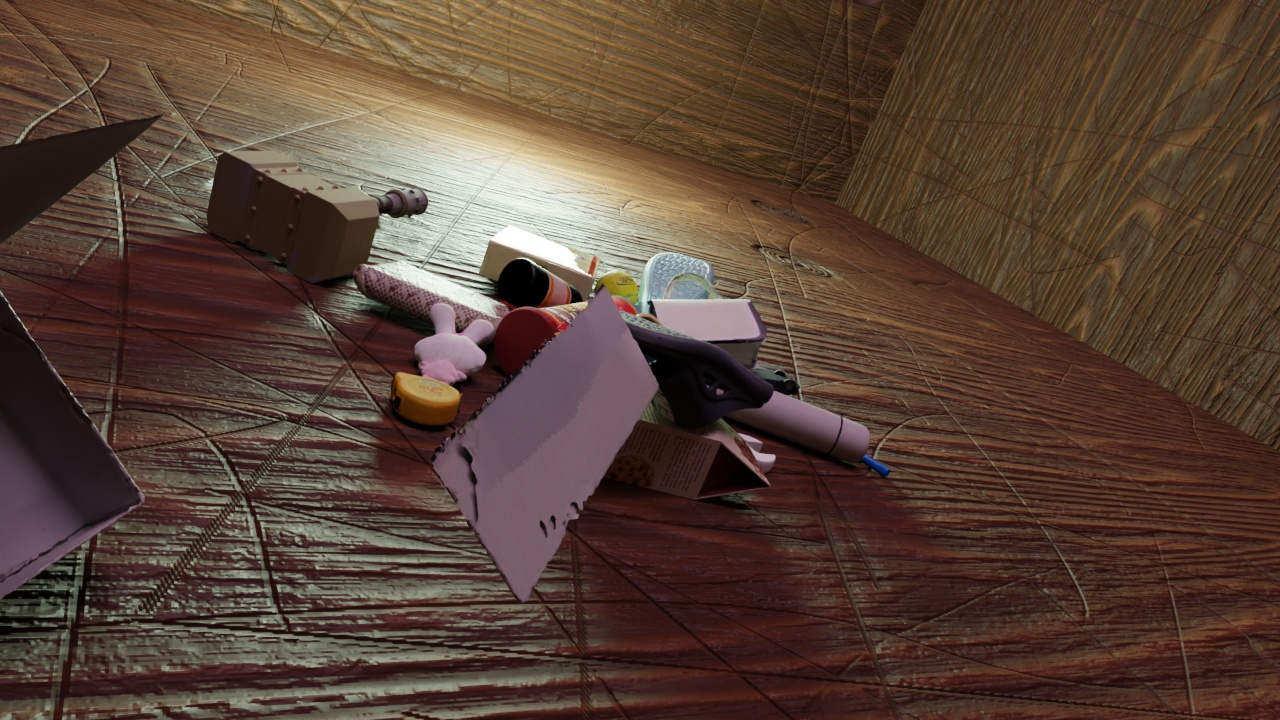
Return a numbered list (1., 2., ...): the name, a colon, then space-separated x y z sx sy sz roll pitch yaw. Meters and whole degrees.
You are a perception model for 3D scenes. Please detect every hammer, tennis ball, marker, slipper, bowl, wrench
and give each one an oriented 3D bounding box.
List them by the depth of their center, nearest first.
1. slipper: 0.044 0.020 0.912 0.111 0.083 0.268 25 0 33
2. wrench: 0.024 0.078 1.026 0.273 0.018 0.066 16 21 -13
3. bowl: -0.006 0.006 1.084 0.061 0.112 0.112 -17 1 28
4. marker: 0.263 0.109 1.196 0.142 0.013 0.013 34 23 32
5. hammer: -0.380 -0.201 1.215 0.190 0.101 0.324 26 20 12
6. tennis ball: -0.036 -0.100 1.358 0.065 0.065 0.065 19 20 -7
7. slipper: 0.047 -0.085 1.412 0.116 0.070 0.275 20 34 -2

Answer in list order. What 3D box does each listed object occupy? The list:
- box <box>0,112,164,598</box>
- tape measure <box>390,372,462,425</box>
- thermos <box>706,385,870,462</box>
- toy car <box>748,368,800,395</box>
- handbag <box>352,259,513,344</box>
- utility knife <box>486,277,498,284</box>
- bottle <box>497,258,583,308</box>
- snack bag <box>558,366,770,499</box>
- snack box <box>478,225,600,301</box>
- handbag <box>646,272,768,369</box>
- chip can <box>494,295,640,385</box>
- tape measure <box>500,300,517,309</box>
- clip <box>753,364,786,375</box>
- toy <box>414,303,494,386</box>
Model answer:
1. box: -0.349 -0.120 0.379 0.234 0.530 0.166 21 27 7
2. tape measure: -0.202 0.040 0.868 0.068 0.030 0.059 12 21 -19
3. thermos: 0.179 0.070 1.152 0.224 0.052 0.052 21 20 -2
4. toy car: 0.164 0.031 1.265 0.112 0.034 0.046 7 18 -19
5. handbag: -0.239 -0.068 1.095 0.186 0.047 0.124 23 11 3
6. utility knife: -0.122 -0.080 1.292 0.207 0.015 0.031 22 16 -6
7. bottle: -0.107 -0.073 1.189 0.059 0.059 0.181 36 4 35
8. snack bag: 0.028 0.081 0.939 0.206 0.070 0.094 16 20 -16
9. snack box: -0.141 -0.138 1.340 0.153 0.055 0.207 19 13 -5
10. handbag: 0.081 -0.056 1.280 0.151 0.074 0.175 -3 43 -13
11. chip can: -0.079 -0.029 1.098 0.087 0.087 0.212 29 20 20
12. tape measure: -0.159 -0.057 1.187 0.051 0.019 0.059 16 20 -14
13. clip: 0.171 0.019 1.317 0.076 0.043 0.023 16 22 -16
14. toy: -0.202 -0.009 0.977 0.076 0.037 0.125 15 41 -8
